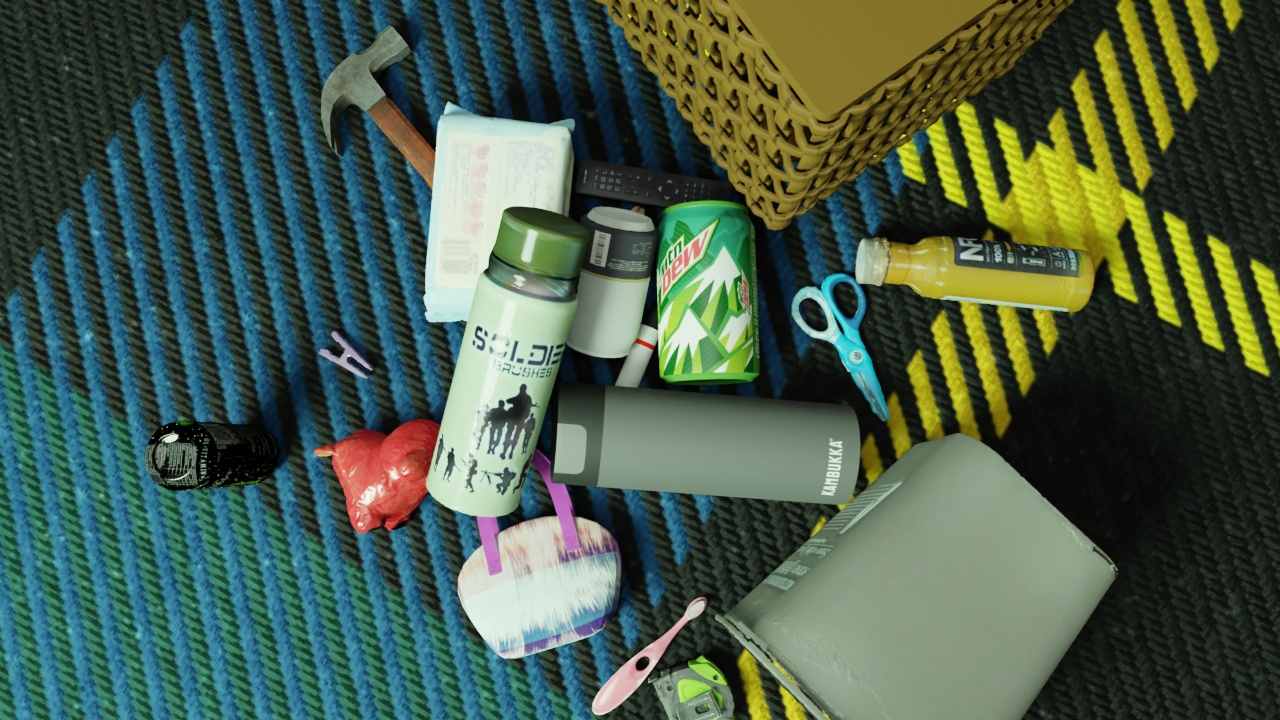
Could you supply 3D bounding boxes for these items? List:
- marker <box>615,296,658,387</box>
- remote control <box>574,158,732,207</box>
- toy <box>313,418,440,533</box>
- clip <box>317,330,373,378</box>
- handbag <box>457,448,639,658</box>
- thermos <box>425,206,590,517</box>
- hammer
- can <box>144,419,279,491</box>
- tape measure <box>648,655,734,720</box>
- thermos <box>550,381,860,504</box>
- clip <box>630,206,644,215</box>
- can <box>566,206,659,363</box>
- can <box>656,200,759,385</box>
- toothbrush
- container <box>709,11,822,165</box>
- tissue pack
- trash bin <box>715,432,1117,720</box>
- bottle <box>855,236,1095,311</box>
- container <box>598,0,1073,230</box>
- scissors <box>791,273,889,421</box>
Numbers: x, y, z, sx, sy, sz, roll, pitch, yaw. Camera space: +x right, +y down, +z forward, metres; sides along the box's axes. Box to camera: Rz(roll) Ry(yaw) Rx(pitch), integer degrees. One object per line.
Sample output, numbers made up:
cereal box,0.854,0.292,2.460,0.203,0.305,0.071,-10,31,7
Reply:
marker,-0.005,0.005,0.794,0.019,0.019,0.145,22,86,4
remote control,0.011,-0.151,0.809,0.136,0.015,0.032,9,86,0
toy,-0.200,0.072,0.768,0.133,0.088,0.094,-39,74,-3
clip,-0.257,-0.008,0.808,0.052,0.014,0.041,12,83,6
handbag,-0.089,0.152,0.769,0.144,0.068,0.170,-17,78,2
thermos,-0.097,0.000,0.695,0.082,0.082,0.232,18,107,3
hammer,-0.167,-0.149,0.809,0.111,0.028,0.300,-41,85,-3
can,-0.340,0.076,0.740,0.054,0.138,0.054,0,84,2
tape measure,0.047,0.281,0.760,0.058,0.036,0.065,-28,84,-1
thermos,0.047,0.067,0.743,0.240,0.082,0.082,5,85,-4
clip,-0.018,-0.109,0.803,0.039,0.024,0.060,13,78,1
can,-0.027,-0.059,0.763,0.064,0.064,0.127,13,110,3
can,0.056,-0.054,0.765,0.083,0.083,0.144,-2,85,2
toothbrush,0.008,0.249,0.775,0.021,0.016,0.135,44,88,8
container,0.117,-0.231,0.735,0.132,0.167,0.132,0,85,2
tissue pack,-0.114,-0.120,0.758,0.112,0.070,0.181,3,82,0
trash bin,0.206,0.189,0.693,0.197,0.197,0.220,44,82,6
bottle,0.278,-0.076,0.774,0.186,0.053,0.053,6,85,3
container,0.105,-0.260,0.544,0.219,0.214,0.251,-35,85,-1
scissors,0.182,-0.009,0.793,0.066,0.015,0.135,-25,82,-2
